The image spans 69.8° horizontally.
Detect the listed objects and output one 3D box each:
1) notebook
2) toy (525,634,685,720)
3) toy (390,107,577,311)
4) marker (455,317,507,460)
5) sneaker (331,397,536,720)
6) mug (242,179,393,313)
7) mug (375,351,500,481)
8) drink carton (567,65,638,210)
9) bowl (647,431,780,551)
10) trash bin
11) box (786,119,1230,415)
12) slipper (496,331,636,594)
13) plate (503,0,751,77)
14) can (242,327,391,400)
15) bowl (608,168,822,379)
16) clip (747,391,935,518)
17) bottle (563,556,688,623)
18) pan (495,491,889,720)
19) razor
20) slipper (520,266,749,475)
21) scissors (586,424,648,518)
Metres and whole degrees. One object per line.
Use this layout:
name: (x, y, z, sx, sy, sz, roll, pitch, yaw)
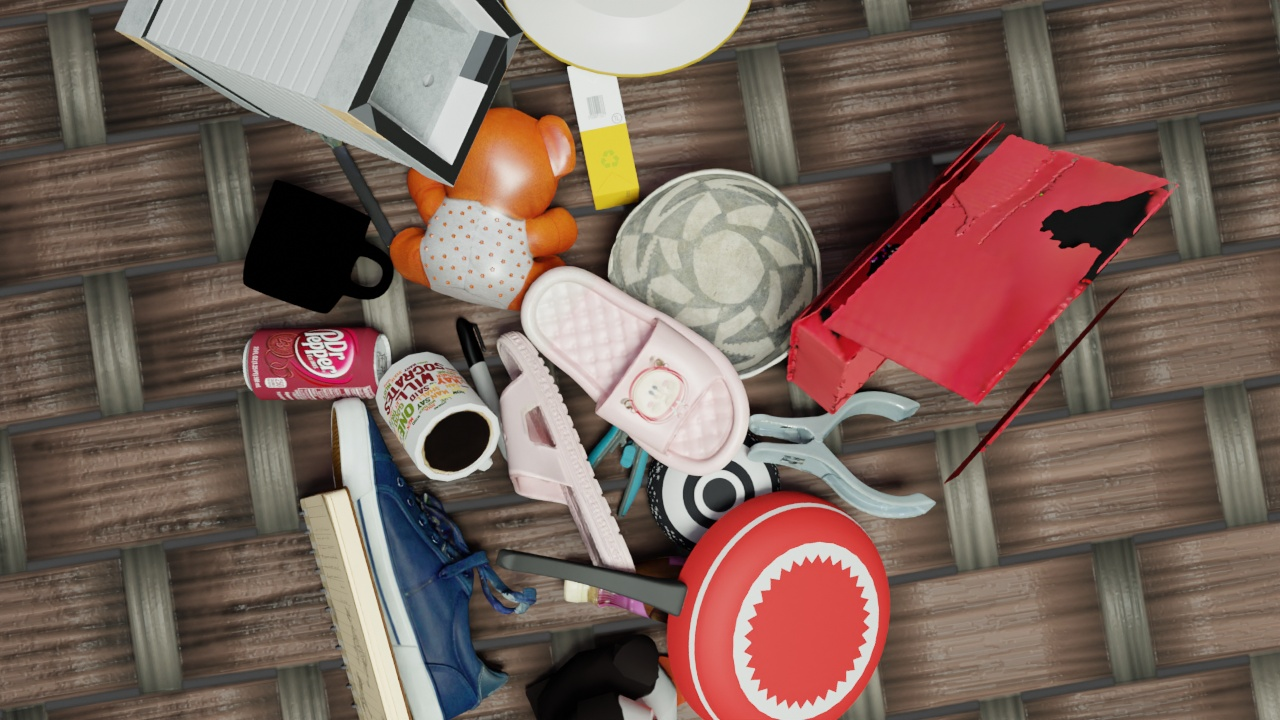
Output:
notebook: (-0.235, 0.217, 0.757, 0.024, 0.168, 0.225, -15, 88, -28)
toy: (-0.035, 0.310, 0.739, 0.140, 0.184, 0.159, 13, 88, 1)
toy: (-0.131, -0.137, 0.805, 0.164, 0.092, 0.172, 16, 101, 3)
marker: (-0.138, 0.026, 0.833, 0.022, 0.016, 0.138, -21, 89, -24)
sneaker: (-0.182, 0.163, 0.796, 0.127, 0.121, 0.294, -19, 91, -24)
mug: (-0.276, -0.090, 0.801, 0.121, 0.085, 0.094, 21, 90, -6)
mug: (-0.167, 0.055, 0.791, 0.073, 0.105, 0.089, -43, 46, -7)
drink carton: (-0.033, -0.203, 0.817, 0.040, 0.058, 0.122, -11, 88, -1)
bowl: (0.066, 0.114, 0.804, 0.120, 0.066, 0.120, 0, 88, 0)
trash bin: (-0.253, -0.265, 0.736, 0.247, 0.142, 0.142, 23, 88, 22)
box: (0.221, -0.072, 0.675, 0.210, 0.319, 0.121, -44, 94, -11)
slipper: (-0.080, 0.092, 0.775, 0.064, 0.094, 0.239, -24, 77, -15)
plate: (-0.012, -0.352, 0.807, 0.230, 0.021, 0.229, 1, 71, -2)
can: (-0.283, 0.003, 0.808, 0.114, 0.063, 0.063, -1, 88, 0)
bowl: (0.070, -0.078, 0.795, 0.178, 0.081, 0.178, 5, 109, 14)
clip: (0.180, 0.099, 0.777, 0.173, 0.030, 0.158, -7, 56, -15)
bottle: (0.017, 0.200, 0.805, 0.166, 0.059, 0.059, 4, 88, 0)
pan: (0.058, 0.195, 0.730, 0.355, 0.067, 0.209, 18, 86, -28)
razor: (-0.260, -0.168, 0.833, 0.043, 0.022, 0.144, -29, 89, 0)
slipper: (-0.004, 0.004, 0.762, 0.221, 0.055, 0.107, 39, 100, 4)
scissors: (-0.011, 0.077, 0.815, 0.123, 0.019, 0.149, -11, 105, 9)
